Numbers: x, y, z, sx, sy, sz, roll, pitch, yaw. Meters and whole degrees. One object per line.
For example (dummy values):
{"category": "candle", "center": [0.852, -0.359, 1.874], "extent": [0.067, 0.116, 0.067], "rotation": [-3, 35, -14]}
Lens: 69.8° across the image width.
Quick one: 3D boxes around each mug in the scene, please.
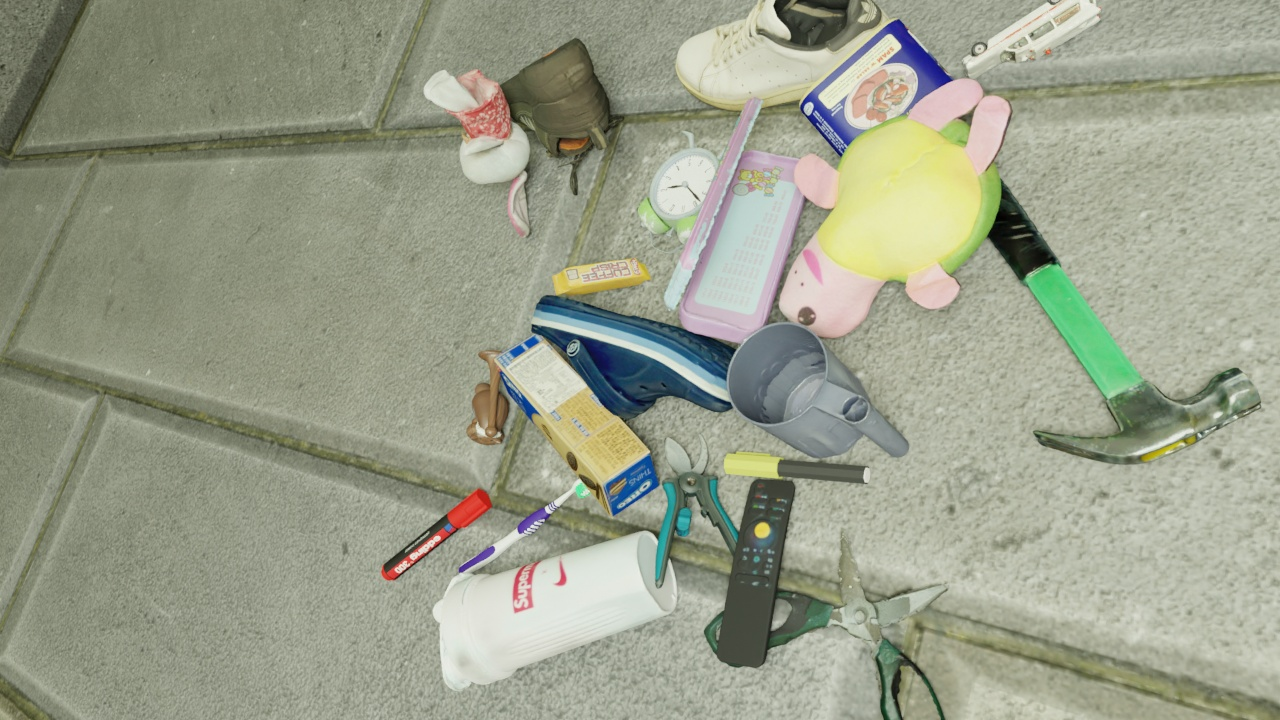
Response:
{"category": "mug", "center": [0.143, 0.034, 0.718], "extent": [0.124, 0.104, 0.083], "rotation": [25, 85, 39]}

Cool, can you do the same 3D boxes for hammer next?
{"category": "hammer", "center": [0.305, -0.064, 0.697], "extent": [0.130, 0.032, 0.318], "rotation": [-33, 54, 20]}

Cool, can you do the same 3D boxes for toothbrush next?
{"category": "toothbrush", "center": [-0.109, 0.161, 0.893], "extent": [0.187, 0.015, 0.016], "rotation": [-37, 58, 16]}

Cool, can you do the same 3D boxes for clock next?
{"category": "clock", "center": [0.049, -0.160, 0.908], "extent": [0.094, 0.042, 0.119], "rotation": [29, 87, 40]}

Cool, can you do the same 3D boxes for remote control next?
{"category": "remote control", "center": [0.094, 0.167, 0.733], "extent": [0.041, 0.020, 0.151], "rotation": [-1, 63, 33]}

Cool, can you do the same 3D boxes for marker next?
{"category": "marker", "center": [-0.214, 0.184, 0.952], "extent": [0.145, 0.021, 0.023], "rotation": [-39, 76, 15]}
{"category": "marker", "center": [0.128, 0.089, 0.760], "extent": [0.124, 0.017, 0.021], "rotation": [1, 38, 33]}

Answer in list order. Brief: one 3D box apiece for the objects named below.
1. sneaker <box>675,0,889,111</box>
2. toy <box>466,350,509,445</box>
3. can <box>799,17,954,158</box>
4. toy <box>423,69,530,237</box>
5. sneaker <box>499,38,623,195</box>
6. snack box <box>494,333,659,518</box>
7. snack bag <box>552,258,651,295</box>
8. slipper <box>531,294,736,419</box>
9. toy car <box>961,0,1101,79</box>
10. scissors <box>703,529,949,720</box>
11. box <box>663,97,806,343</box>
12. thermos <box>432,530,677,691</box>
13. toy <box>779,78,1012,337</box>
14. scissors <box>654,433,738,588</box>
{"category": "sneaker", "center": [0.123, -0.307, 0.882], "extent": [0.242, 0.102, 0.088], "rotation": [7, 74, 36]}
{"category": "toy", "center": [-0.157, 0.045, 0.960], "extent": [0.055, 0.041, 0.101], "rotation": [119, 155, -50]}
{"category": "can", "center": [0.208, -0.222, 0.794], "extent": [0.116, 0.056, 0.092], "rotation": [-40, 79, 14]}
{"category": "toy", "center": [-0.166, -0.239, 1.002], "extent": [0.084, 0.194, 0.159], "rotation": [-22, 61, 5]}
{"category": "sneaker", "center": [-0.077, -0.268, 1.020], "extent": [0.101, 0.143, 0.238], "rotation": [-34, 18, -8]}
{"category": "snack box", "center": [-0.064, 0.057, 0.874], "extent": [0.056, 0.057, 0.207], "rotation": [-33, 49, -15]}
{"category": "snack bag", "center": [-0.038, -0.083, 0.916], "extent": [0.099, 0.020, 0.026], "rotation": [-10, 61, -16]}
{"category": "slipper", "center": [-0.005, 0.005, 0.840], "extent": [0.253, 0.105, 0.095], "rotation": [21, 92, 40]}
{"category": "toy car", "center": [0.328, -0.270, 0.769], "extent": [0.113, 0.039, 0.039], "rotation": [-32, 76, 20]}
{"category": "scissors", "center": [0.147, 0.233, 0.686], "extent": [0.202, 0.015, 0.201], "rotation": [-28, 56, 25]}
{"category": "box", "center": [0.087, -0.128, 0.782], "extent": [0.089, 0.093, 0.213], "rotation": [14, 56, 12]}
{"category": "thermos", "center": [-0.080, 0.214, 0.806], "extent": [0.221, 0.099, 0.099], "rotation": [-23, 58, 20]}
{"category": "toy", "center": [0.200, -0.112, 0.732], "extent": [0.190, 0.087, 0.239], "rotation": [50, 116, 33]}
{"category": "scissors", "center": [0.051, 0.134, 0.780], "extent": [0.124, 0.019, 0.155], "rotation": [25, 57, 14]}
